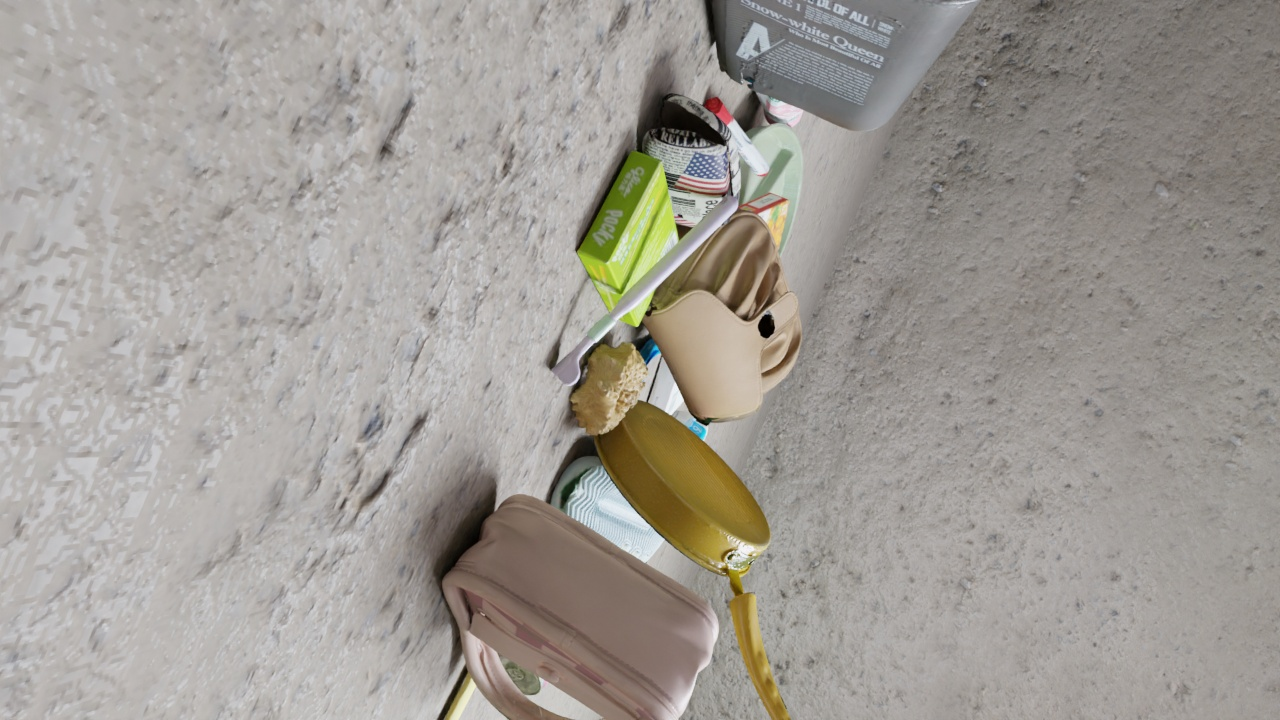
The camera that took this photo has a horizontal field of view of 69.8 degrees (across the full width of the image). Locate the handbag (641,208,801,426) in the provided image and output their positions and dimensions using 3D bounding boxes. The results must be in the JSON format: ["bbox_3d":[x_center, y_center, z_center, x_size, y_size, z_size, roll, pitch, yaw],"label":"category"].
[{"bbox_3d":[0.081,-0.039,0.849,0.147,0.100,0.204,-48,134,-20],"label":"handbag"}]

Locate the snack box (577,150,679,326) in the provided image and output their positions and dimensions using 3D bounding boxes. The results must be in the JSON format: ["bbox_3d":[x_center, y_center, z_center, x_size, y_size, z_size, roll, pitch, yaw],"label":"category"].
[{"bbox_3d":[-0.005,-0.087,0.702,0.085,0.026,0.156,-64,167,-9],"label":"snack box"}]

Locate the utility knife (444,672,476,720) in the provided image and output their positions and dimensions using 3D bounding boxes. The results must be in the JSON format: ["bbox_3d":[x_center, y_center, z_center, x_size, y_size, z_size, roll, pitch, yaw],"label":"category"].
[{"bbox_3d":[-0.145,0.276,0.806,0.031,0.019,0.176,66,46,-68],"label":"utility knife"}]

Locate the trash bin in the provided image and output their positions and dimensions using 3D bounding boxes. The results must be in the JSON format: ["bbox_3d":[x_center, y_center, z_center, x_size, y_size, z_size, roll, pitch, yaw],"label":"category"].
[{"bbox_3d":[0.146,-0.284,0.621,0.198,0.199,0.220,-62,173,-11],"label":"trash bin"}]

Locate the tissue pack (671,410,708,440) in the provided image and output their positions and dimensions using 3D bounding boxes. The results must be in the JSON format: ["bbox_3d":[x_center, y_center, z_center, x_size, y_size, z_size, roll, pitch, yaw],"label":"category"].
[{"bbox_3d":[0.038,0.136,1.188,0.089,0.063,0.140,-41,153,-61],"label":"tissue pack"}]

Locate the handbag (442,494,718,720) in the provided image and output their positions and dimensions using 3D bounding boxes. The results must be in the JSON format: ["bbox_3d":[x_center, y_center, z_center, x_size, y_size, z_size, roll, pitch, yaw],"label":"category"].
[{"bbox_3d":[-0.064,0.228,0.705,0.093,0.193,0.235,-51,170,-43],"label":"handbag"}]

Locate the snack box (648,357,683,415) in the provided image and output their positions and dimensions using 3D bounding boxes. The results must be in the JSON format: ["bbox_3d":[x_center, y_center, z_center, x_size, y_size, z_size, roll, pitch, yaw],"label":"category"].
[{"bbox_3d":[0.052,0.010,1.103,0.156,0.027,0.085,-44,154,-60],"label":"snack box"}]

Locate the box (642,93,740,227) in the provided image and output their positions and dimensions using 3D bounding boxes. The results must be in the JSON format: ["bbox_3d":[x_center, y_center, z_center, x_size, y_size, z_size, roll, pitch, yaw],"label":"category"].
[{"bbox_3d":[0.040,-0.136,0.706,0.076,0.075,0.164,-59,168,-10],"label":"box"}]

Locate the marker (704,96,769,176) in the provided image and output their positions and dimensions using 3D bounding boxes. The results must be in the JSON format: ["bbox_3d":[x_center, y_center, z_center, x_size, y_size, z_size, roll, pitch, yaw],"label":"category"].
[{"bbox_3d":[0.090,-0.199,0.830,0.145,0.017,0.017,25,89,-63],"label":"marker"}]

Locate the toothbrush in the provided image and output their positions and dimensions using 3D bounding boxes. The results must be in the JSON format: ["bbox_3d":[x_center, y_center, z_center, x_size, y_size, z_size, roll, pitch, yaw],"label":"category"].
[{"bbox_3d":[0.006,-0.054,0.682,0.189,0.029,0.021,-46,127,-3],"label":"toothbrush"}]

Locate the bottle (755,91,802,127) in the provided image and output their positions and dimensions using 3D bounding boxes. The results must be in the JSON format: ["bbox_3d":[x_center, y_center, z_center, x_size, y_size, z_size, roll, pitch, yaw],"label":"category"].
[{"bbox_3d":[0.140,-0.276,0.864,0.068,0.068,0.197,-65,170,-6],"label":"bottle"}]

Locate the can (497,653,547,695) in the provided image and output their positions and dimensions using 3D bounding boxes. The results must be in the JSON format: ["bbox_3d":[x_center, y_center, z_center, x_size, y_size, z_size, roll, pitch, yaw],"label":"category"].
[{"bbox_3d":[-0.087,0.261,0.922,0.146,0.058,0.058,-51,160,-49],"label":"can"}]

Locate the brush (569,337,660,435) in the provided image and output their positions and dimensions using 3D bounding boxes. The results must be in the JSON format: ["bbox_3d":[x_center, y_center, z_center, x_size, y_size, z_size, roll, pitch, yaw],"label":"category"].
[{"bbox_3d":[-0.005,0.005,0.856,0.254,0.046,0.083,-41,148,-70],"label":"brush"}]

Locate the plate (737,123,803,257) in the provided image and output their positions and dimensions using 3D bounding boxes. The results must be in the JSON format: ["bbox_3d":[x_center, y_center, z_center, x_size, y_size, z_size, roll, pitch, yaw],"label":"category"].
[{"bbox_3d":[0.105,-0.137,0.961,0.229,0.027,0.231,-43,148,-37],"label":"plate"}]

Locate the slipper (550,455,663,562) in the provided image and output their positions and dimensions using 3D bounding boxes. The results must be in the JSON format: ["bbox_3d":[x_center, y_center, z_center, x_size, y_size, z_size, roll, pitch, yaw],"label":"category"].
[{"bbox_3d":[-0.029,0.146,0.932,0.104,0.074,0.245,-64,151,-5],"label":"slipper"}]

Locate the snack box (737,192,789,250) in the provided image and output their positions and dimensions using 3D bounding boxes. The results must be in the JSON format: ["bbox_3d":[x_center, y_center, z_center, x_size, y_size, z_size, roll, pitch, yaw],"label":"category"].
[{"bbox_3d":[0.109,-0.090,0.947,0.076,0.027,0.156,-30,138,-47],"label":"snack box"}]

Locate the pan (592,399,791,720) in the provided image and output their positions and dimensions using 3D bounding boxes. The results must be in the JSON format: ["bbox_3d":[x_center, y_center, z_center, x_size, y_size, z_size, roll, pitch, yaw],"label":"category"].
[{"bbox_3d":[0.068,0.180,0.821,0.078,0.357,0.197,-47,142,14],"label":"pan"}]
